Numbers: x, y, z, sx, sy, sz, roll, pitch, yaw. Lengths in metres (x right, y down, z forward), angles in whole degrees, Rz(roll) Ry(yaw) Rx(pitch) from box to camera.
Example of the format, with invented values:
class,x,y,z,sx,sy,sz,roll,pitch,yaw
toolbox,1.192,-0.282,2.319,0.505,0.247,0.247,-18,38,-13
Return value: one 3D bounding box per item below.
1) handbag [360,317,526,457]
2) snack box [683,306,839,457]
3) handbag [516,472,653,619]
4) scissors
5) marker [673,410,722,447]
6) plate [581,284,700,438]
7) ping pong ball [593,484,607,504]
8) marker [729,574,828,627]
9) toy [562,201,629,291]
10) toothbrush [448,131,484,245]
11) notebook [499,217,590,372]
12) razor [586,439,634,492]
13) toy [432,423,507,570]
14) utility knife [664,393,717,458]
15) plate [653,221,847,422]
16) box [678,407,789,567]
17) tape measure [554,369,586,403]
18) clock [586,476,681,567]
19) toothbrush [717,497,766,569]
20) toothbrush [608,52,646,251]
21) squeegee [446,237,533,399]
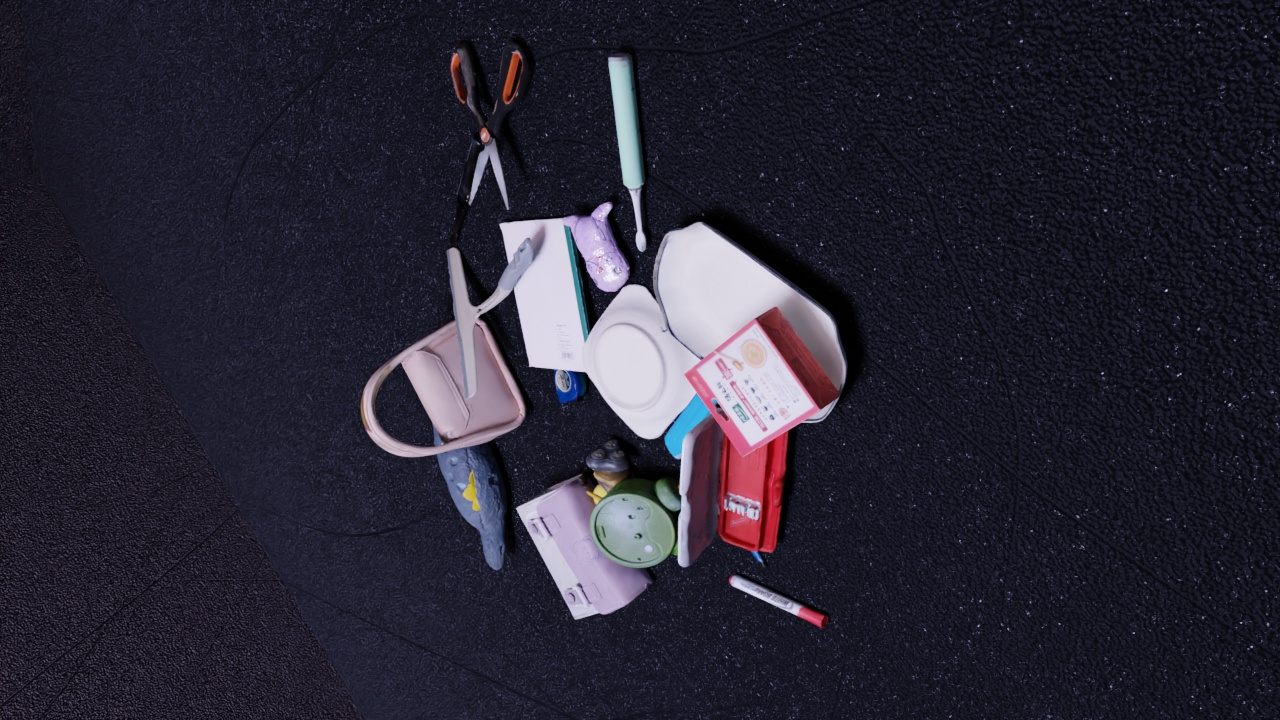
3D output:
class,x,y,z,sx,sy,sz,roll,pitch,yaw
handbag,-0.304,0.054,1.371,0.094,0.233,0.193,-29,89,50
snack box,0.125,0.024,0.960,0.113,0.044,0.127,55,137,5
handbag,-0.087,0.279,1.379,0.145,0.098,0.197,-32,87,46
scissors,-0.195,-0.312,1.174,0.231,0.021,0.221,-42,69,42
marker,0.070,0.082,1.138,0.132,0.022,0.020,30,146,35
plate,-0.007,0.007,1.145,0.164,0.034,0.164,49,127,16
ping pong ball,-0.048,0.195,1.323,0.040,0.040,0.040,26,130,37
marker,0.172,0.302,1.158,0.145,0.017,0.017,15,123,43
toy,-0.047,-0.137,1.127,0.084,0.038,0.108,-15,99,42
toothbrush,-0.248,-0.238,1.306,0.213,0.026,0.027,121,148,-49
notebook,-0.126,-0.088,1.249,0.151,0.012,0.209,5,109,47
razor,-0.016,0.191,1.279,0.068,0.062,0.167,-11,109,49
toy,-0.290,0.195,1.558,0.138,0.091,0.356,-9,103,63
utility knife,0.072,0.054,1.079,0.034,0.018,0.210,50,144,16
plate,0.120,-0.045,0.997,0.266,0.034,0.162,39,137,26
box,0.103,0.153,1.060,0.112,0.099,0.202,13,124,20
tape measure,-0.098,0.030,1.292,0.055,0.025,0.058,-12,91,49
clock,0.011,0.212,1.225,0.161,0.056,0.116,-7,113,17
toothbrush,0.105,0.186,1.166,0.189,0.016,0.014,57,149,5
toothbrush,-0.010,-0.231,1.040,0.026,0.027,0.225,-1,115,14
squeegee,-0.196,-0.105,1.281,0.247,0.039,0.246,-38,57,49
